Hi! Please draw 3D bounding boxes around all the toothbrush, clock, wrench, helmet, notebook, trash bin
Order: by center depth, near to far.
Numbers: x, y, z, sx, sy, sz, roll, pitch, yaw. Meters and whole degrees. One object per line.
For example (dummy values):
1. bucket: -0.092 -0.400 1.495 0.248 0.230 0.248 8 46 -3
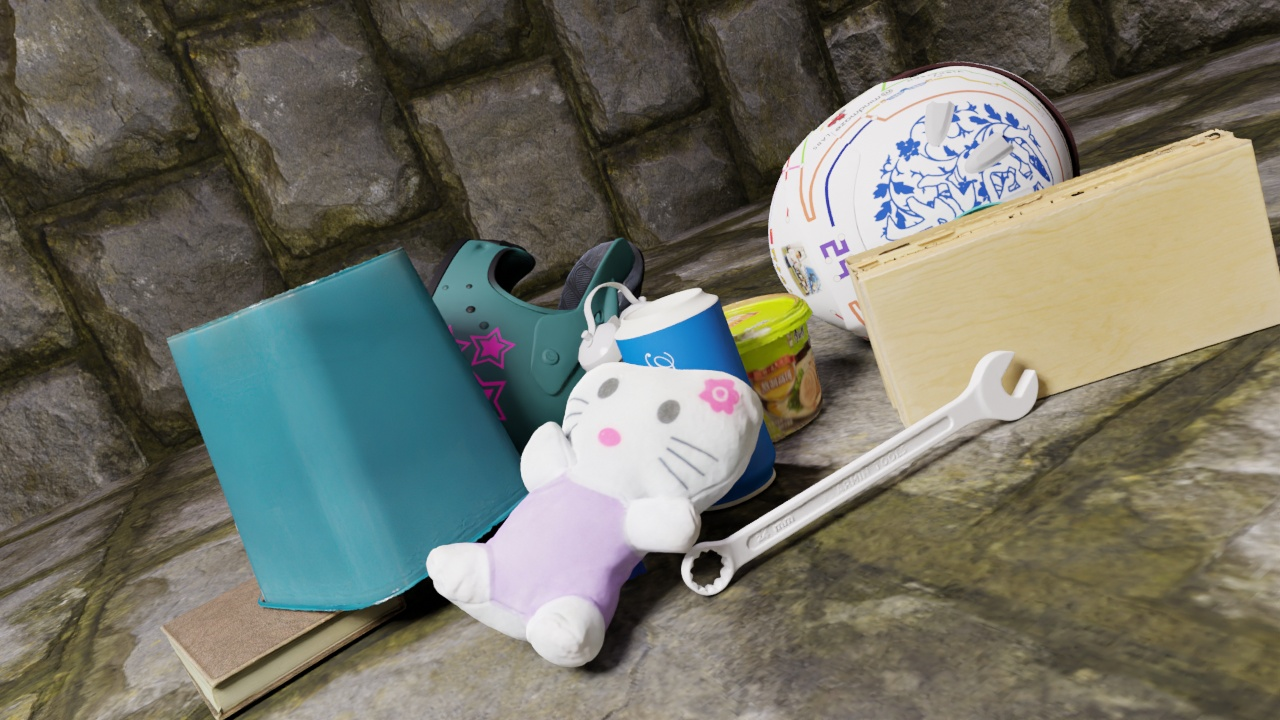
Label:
1. wrench: 0.142 0.066 0.563 0.273 0.047 0.009 -27 13 -17
2. toothbrush: -0.042 0.134 0.659 0.011 0.016 0.187 -29 11 -23
3. trash bin: -0.228 0.047 0.714 0.200 0.219 0.196 -12 15 38
4. notebook: -0.275 0.197 0.743 0.189 0.034 0.216 -28 13 -33
5. clock: -0.005 0.005 0.836 0.061 0.159 0.119 -23 8 38
6. helmet: 0.272 -0.150 0.842 0.314 0.231 0.236 -28 6 1
7. helmet: -0.111 -0.007 0.907 0.177 0.200 0.274 104 -177 -62

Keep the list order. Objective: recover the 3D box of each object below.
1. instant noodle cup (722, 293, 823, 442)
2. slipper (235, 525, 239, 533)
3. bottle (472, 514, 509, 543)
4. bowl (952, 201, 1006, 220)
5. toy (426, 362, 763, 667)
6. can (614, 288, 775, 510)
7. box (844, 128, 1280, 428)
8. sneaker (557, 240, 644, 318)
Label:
1. instant noodle cup: 0.084 0.013 0.777 0.146 0.098 0.146 -19 12 4
2. slipper: -0.310 0.133 0.955 0.221 0.056 0.107 -21 51 -40
3. bottle: -0.129 0.132 0.780 0.033 0.033 0.122 -20 11 10
4. bowl: 0.273 -0.064 0.719 0.121 0.121 0.046 -20 11 6
5. toy: -0.016 0.085 0.555 0.138 0.086 0.208 17 53 34
6. can: 0.041 0.027 0.660 0.079 0.146 0.079 -21 11 4
7. box: 0.280 -0.051 0.631 0.249 0.128 0.091 -20 12 11
8. sneaker: -0.030 -0.053 1.187 0.150 0.097 0.253 -10 -32 -41
